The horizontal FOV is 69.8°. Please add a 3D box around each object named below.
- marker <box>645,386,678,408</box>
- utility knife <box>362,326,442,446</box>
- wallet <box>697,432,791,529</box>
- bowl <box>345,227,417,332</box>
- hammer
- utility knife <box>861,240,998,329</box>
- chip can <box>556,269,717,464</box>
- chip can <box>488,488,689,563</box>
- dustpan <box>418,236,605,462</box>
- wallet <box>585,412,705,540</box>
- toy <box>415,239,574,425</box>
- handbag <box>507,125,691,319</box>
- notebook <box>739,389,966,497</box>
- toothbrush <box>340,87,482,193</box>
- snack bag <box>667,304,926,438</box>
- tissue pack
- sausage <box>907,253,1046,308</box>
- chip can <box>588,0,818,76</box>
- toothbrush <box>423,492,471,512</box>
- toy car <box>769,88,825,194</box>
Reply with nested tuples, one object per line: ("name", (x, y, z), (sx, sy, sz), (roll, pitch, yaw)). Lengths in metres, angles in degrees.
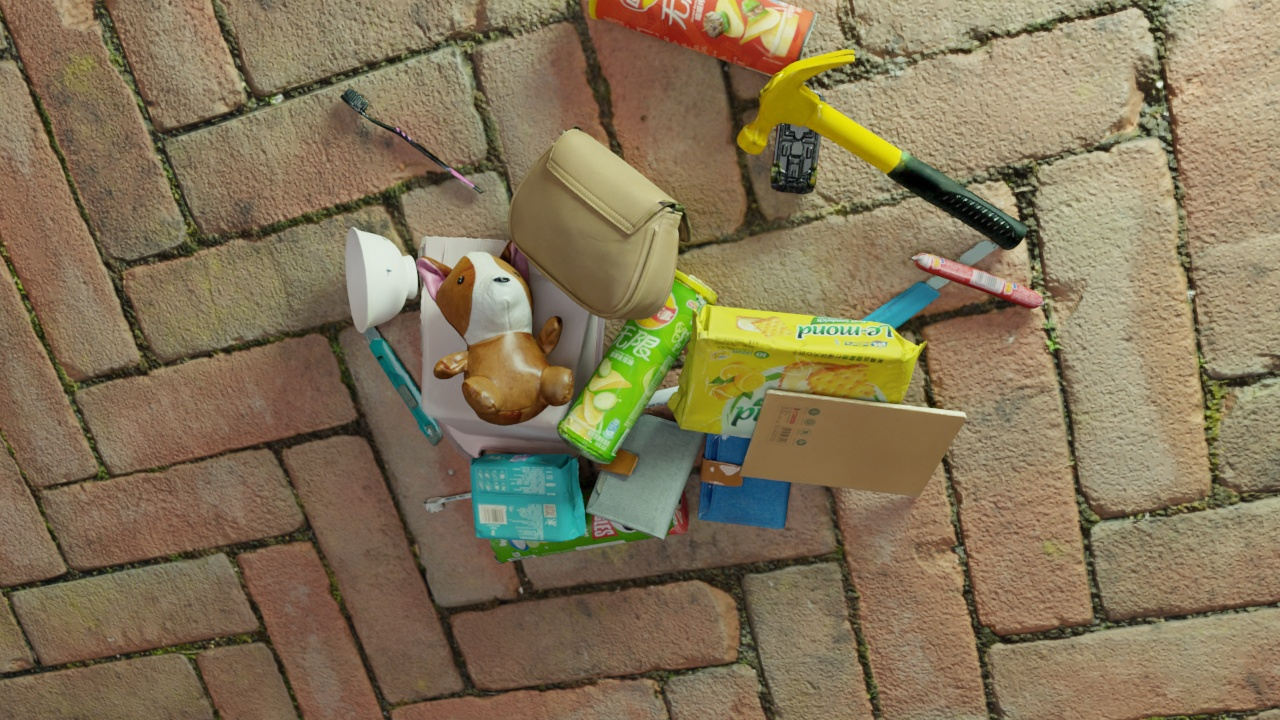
("marker", (0.012, 0.046, 1.048), (0.131, 0.023, 0.018), (-12, 66, 4))
("utility knife", (-0.290, 0.028, 1.113), (0.029, 0.013, 0.176), (-28, 100, 17))
("wallet", (0.122, 0.127, 1.053), (0.106, 0.040, 0.133), (7, 107, 4))
("bowl", (-0.290, -0.092, 1.039), (0.064, 0.118, 0.118), (-6, 110, -27))
("hammer", (0.250, -0.193, 0.896), (0.300, 0.032, 0.129), (28, 127, -11))
("utility knife", (0.281, -0.058, 0.972), (0.219, 0.018, 0.034), (-37, 110, 19))
("chip can", (-0.006, 0.006, 0.980), (0.072, 0.072, 0.221), (33, 88, -1))
("chip can", (-0.064, 0.190, 1.090), (0.236, 0.072, 0.072), (-13, 105, 15))
("dustpan", (-0.151, -0.001, 1.080), (0.223, 0.139, 0.273), (7, 81, 10))
("wallet", (0.002, 0.124, 1.030), (0.107, 0.037, 0.129), (15, 73, 26))
("toy", (-0.152, -0.034, 0.956), (0.131, 0.140, 0.199), (126, 131, -56))
("handbag", (-0.040, -0.136, 0.947), (0.204, 0.099, 0.148), (43, 118, 28))
("notebook", (0.222, 0.092, 0.983), (0.207, 0.008, 0.148), (7, 137, -2))
("toothbrush", (-0.252, -0.243, 1.019), (0.189, 0.014, 0.018), (35, 98, -2))
("snack bag", (0.158, 0.016, 0.964), (0.246, 0.068, 0.158), (7, 138, 0))
("tissue pack", (-0.128, 0.154, 1.043), (0.134, 0.050, 0.093), (0, 100, 18))
("sausage", (0.346, -0.083, 0.941), (0.156, 0.020, 0.020), (18, 110, -6))
("chip can", (0.060, -0.337, 0.897), (0.216, 0.073, 0.073), (21, 110, 4))
("toothbrush", (-0.187, 0.166, 1.136), (0.180, 0.016, 0.016), (-13, 112, 15))
("toy car", (0.161, -0.223, 0.935), (0.049, 0.031, 0.106), (6, 114, 8))
